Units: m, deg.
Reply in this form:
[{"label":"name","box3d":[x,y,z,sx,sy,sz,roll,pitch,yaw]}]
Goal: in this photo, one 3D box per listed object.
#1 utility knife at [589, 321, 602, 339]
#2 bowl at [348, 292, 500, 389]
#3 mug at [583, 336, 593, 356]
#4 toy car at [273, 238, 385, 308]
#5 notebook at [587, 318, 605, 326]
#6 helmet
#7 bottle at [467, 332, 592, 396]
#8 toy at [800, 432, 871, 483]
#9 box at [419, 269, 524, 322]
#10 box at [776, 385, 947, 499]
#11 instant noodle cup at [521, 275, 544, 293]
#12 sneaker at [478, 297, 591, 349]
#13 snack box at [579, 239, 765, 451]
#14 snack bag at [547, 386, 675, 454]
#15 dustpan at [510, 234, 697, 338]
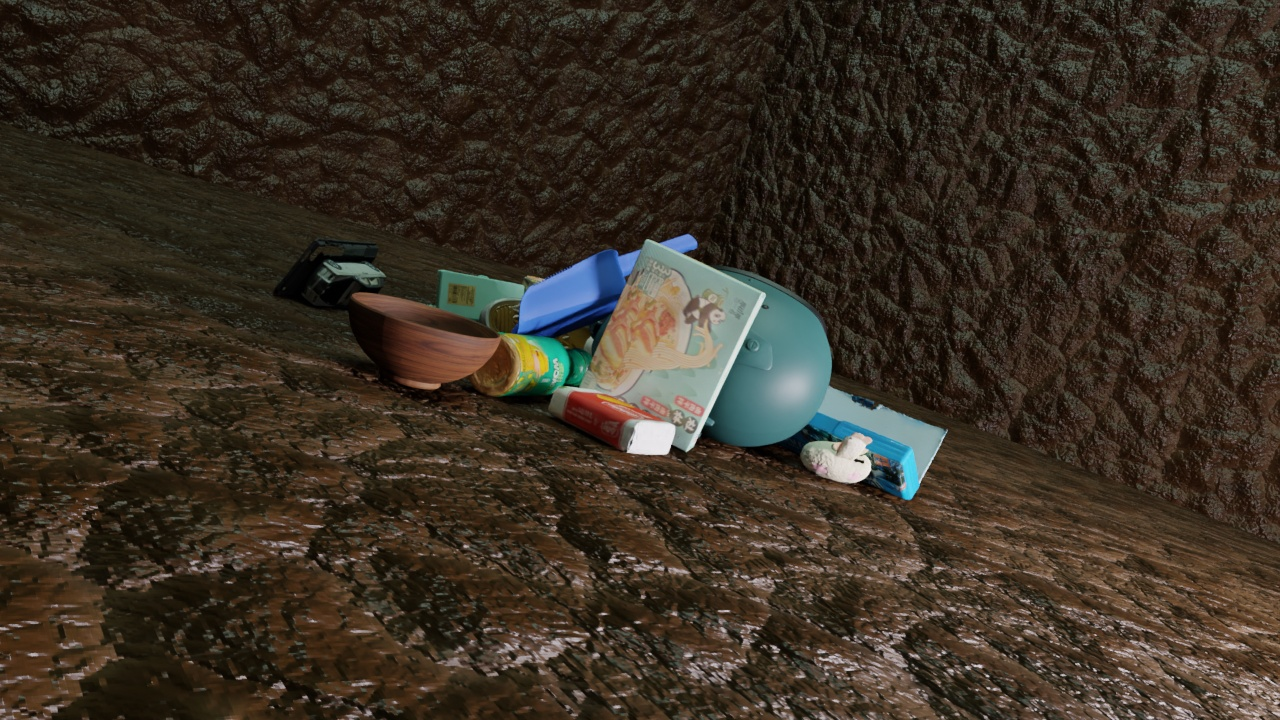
[{"label":"utility knife","box3d":[-0.007,0.007,1.210,0.172,0.029,0.020,45,12,-3]},{"label":"bowl","box3d":[-0.217,-0.012,0.894,0.147,0.069,0.147,17,7,-2]},{"label":"mug","box3d":[-0.025,0.004,1.265,0.089,0.112,0.086,-25,12,-12]},{"label":"toy car","box3d":[-0.395,-0.107,1.226,0.071,0.094,0.191,40,7,3]},{"label":"notebook","box3d":[-0.032,-0.026,1.398,0.245,0.013,0.178,15,-25,-25]},{"label":"helmet","box3d":[0.094,-0.001,1.133,0.275,0.177,0.199,27,49,11]},{"label":"bottle","box3d":[-0.114,0.006,1.040,0.068,0.068,0.209,21,7,22]},{"label":"toy","box3d":[0.239,0.120,1.113,0.087,0.050,0.112,17,-16,-10]},{"label":"box","box3d":[-0.259,-0.094,1.392,0.077,0.093,0.188,24,8,32]},{"label":"box","box3d":[0.268,0.077,1.214,0.244,0.115,0.094,23,-27,37]},{"label":"instant noodle cup","box3d":[-0.153,-0.082,1.561,0.146,0.098,0.146,18,6,-2]},{"label":"sneaker","box3d":[-0.131,-0.023,1.298,0.235,0.087,0.079,15,-20,-36]},{"label":"snack box","box3d":[0.033,-0.017,1.016,0.141,0.194,0.044,27,8,12]},{"label":"snack bag","box3d":[-0.029,0.062,0.946,0.116,0.036,0.077,22,7,36]},{"label":"dustpan","box3d":[-0.045,-0.087,1.121,0.257,0.059,0.246,-19,-4,-13]}]
